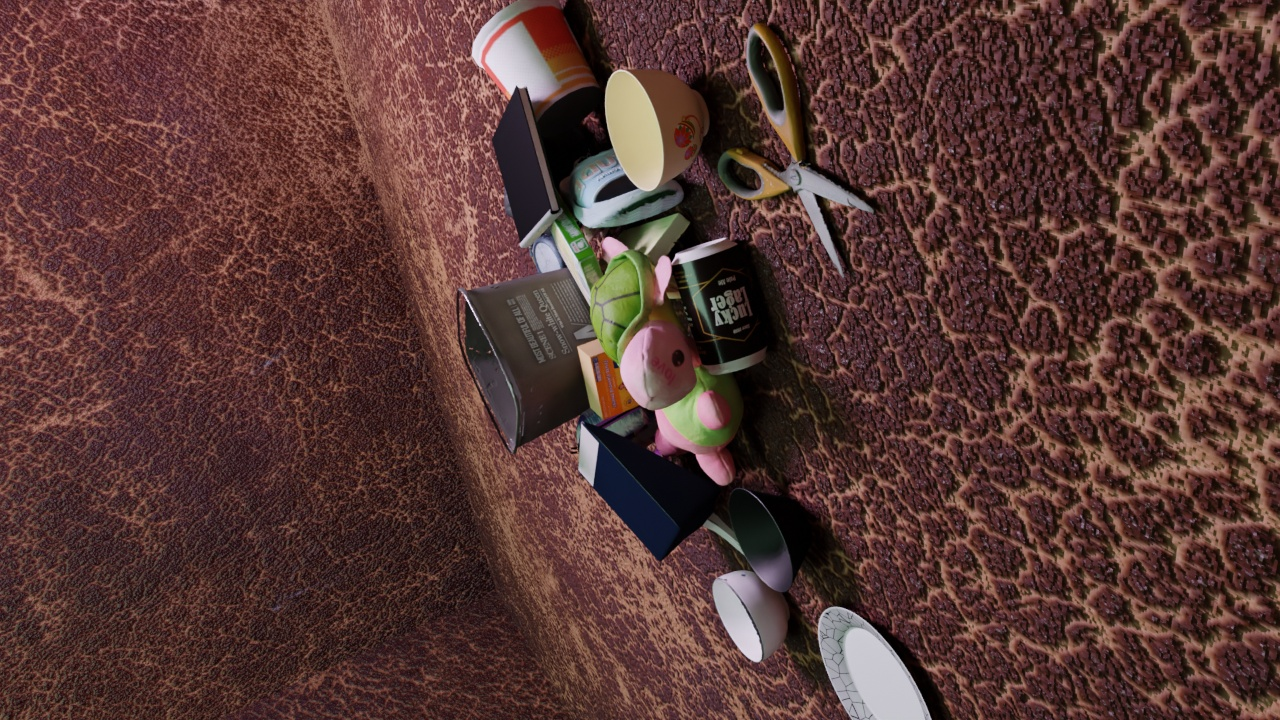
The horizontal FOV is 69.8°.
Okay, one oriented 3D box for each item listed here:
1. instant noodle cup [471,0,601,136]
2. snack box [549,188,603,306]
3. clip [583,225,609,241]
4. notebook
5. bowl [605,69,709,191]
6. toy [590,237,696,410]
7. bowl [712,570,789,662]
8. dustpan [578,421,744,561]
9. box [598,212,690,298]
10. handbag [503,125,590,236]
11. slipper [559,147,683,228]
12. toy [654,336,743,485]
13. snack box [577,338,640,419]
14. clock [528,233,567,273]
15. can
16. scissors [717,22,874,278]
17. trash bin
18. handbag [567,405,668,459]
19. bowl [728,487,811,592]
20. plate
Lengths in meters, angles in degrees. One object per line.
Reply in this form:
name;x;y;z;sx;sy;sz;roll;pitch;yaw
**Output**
instant noodle cup;-0.118;-0.348;1.106;0.121;0.123;0.124;58;159;7
snack box;-0.080;-0.133;1.133;0.168;0.027;0.132;59;173;37
clip;-0.054;-0.181;1.240;0.062;0.044;0.024;-26;86;51
notebook;-0.141;-0.227;1.113;0.207;0.016;0.149;168;86;-73
bowl;0.025;-0.235;0.905;0.118;0.074;0.118;52;154;38
toy;-0.004;-0.038;0.981;0.191;0.087;0.238;103;155;-43
bowl;0.145;0.314;1.155;0.113;0.063;0.114;53;156;35
dustpan;0.042;0.186;1.168;0.273;0.080;0.237;46;162;13
box;0.013;-0.125;1.091;0.188;0.091;0.083;8;82;66
handbag;-0.109;-0.255;1.236;0.125;0.114;0.154;36;134;29
slipper;-0.038;-0.206;1.061;0.245;0.104;0.074;37;146;63
toy;0.061;0.060;1.075;0.237;0.096;0.192;110;147;-62
snack box;-0.007;0.007;1.149;0.040;0.125;0.088;38;144;55
clock;-0.127;-0.156;1.380;0.129;0.052;0.090;18;129;51
can;0.081;-0.056;0.942;0.072;0.071;0.128;6;115;68
scissors;0.125;-0.181;0.789;0.225;0.016;0.225;38;144;54
trash bin;-0.109;-0.019;1.247;0.197;0.219;0.198;61;159;20
handbag;-0.012;0.118;1.288;0.170;0.144;0.068;51;-169;-55
bowl;0.155;0.191;1.027;0.124;0.052;0.124;52;154;38
plate;0.255;0.348;0.980;0.188;0.016;0.189;52;154;38
